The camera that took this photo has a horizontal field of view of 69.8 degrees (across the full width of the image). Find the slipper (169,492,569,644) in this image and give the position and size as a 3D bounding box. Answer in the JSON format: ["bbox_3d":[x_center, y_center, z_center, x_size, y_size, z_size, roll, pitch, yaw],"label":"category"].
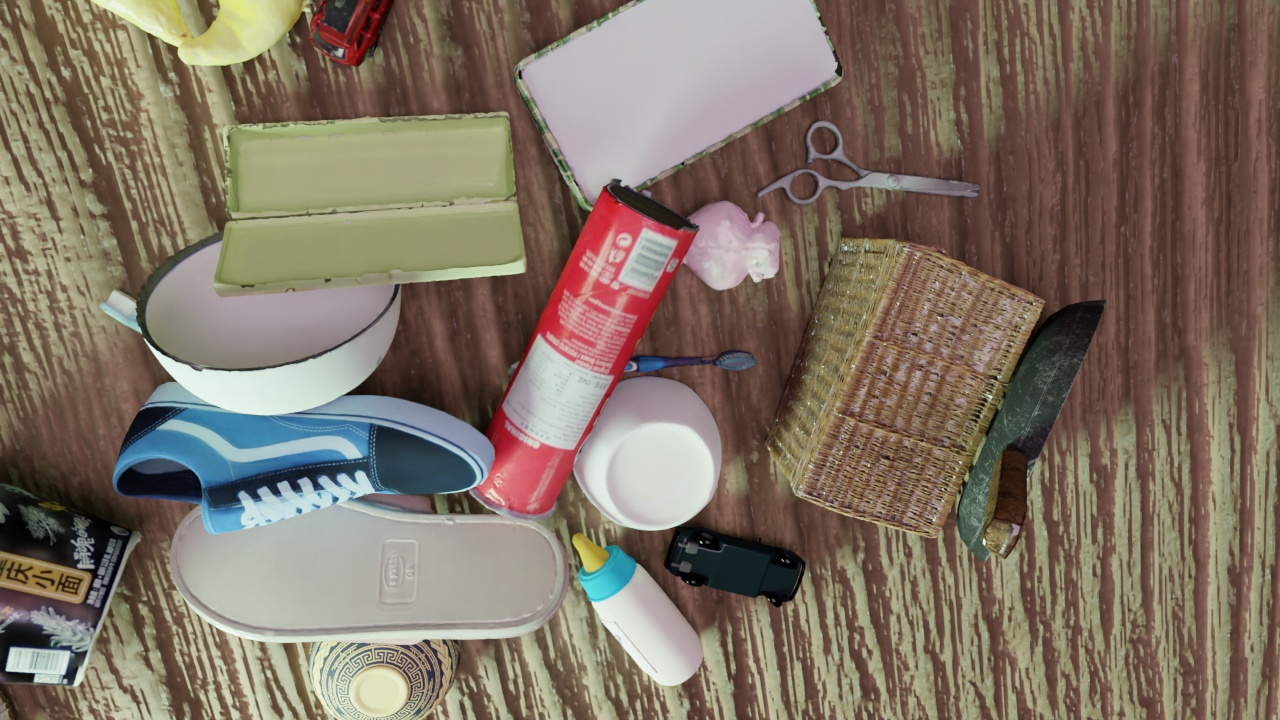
[{"bbox_3d":[-0.187,0.146,0.647,0.274,0.054,0.114,6,70,-2],"label":"slipper"}]

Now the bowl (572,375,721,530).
[{"bbox_3d":[0.008,0.074,0.677,0.116,0.065,0.116,-2,104,-9],"label":"bowl"}]

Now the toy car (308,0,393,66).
[{"bbox_3d":[-0.180,-0.236,0.588,0.042,0.036,0.091,25,92,-14],"label":"toy car"}]

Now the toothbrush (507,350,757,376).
[{"bbox_3d":[-0.004,0.004,0.684,0.189,0.017,0.016,-3,105,-10],"label":"toothbrush"}]

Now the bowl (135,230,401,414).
[{"bbox_3d":[-0.226,-0.021,0.582,0.153,0.153,0.073,-6,132,-9],"label":"bowl"}]

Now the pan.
[{"bbox_3d":[0.244,0.059,0.602,0.040,0.356,0.208,25,108,22],"label":"pan"}]

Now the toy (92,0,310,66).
[{"bbox_3d":[-0.273,-0.266,0.546,0.170,0.064,0.155,31,89,-21],"label":"toy"}]

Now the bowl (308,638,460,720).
[{"bbox_3d":[-0.191,0.230,0.683,0.112,0.061,0.112,-2,104,-9],"label":"bowl"}]

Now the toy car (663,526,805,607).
[{"bbox_3d":[0.075,0.161,0.726,0.112,0.034,0.046,16,100,-12],"label":"toy car"}]

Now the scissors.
[{"bbox_3d":[0.172,-0.127,0.685,0.170,0.014,0.095,27,96,-12],"label":"scissors"}]

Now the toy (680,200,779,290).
[{"bbox_3d":[0.044,-0.084,0.657,0.110,0.047,0.063,5,100,0],"label":"toy"}]

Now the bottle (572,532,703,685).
[{"bbox_3d":[-0.008,0.187,0.710,0.051,0.051,0.146,-36,107,0],"label":"bottle"}]

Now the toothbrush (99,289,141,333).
[{"bbox_3d":[-0.288,0.011,0.637,0.180,0.016,0.016,38,86,-15],"label":"toothbrush"}]

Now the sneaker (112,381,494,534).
[{"bbox_3d":[-0.220,0.079,0.595,0.241,0.098,0.084,5,139,5],"label":"sneaker"}]

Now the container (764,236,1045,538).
[{"bbox_3d":[0.180,0.013,0.668,0.113,0.112,0.198,18,100,-14],"label":"container"}]

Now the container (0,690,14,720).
[{"bbox_3d":[-0.562,0.269,0.586,0.246,0.143,0.184,29,84,-15],"label":"container"}]

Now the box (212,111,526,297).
[{"bbox_3d":[-0.171,-0.099,0.591,0.187,0.141,0.044,-7,149,-10],"label":"box"}]

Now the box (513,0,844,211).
[{"bbox_3d":[0.026,-0.196,0.626,0.205,0.050,0.117,-30,104,-2],"label":"box"}]

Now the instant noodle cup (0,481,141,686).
[{"bbox_3d":[-0.404,0.150,0.597,0.112,0.137,0.137,22,99,-24],"label":"instant noodle cup"}]

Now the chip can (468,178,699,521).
[{"bbox_3d":[-0.044,-0.004,0.623,0.073,0.073,0.233,23,110,-14],"label":"chip can"}]
